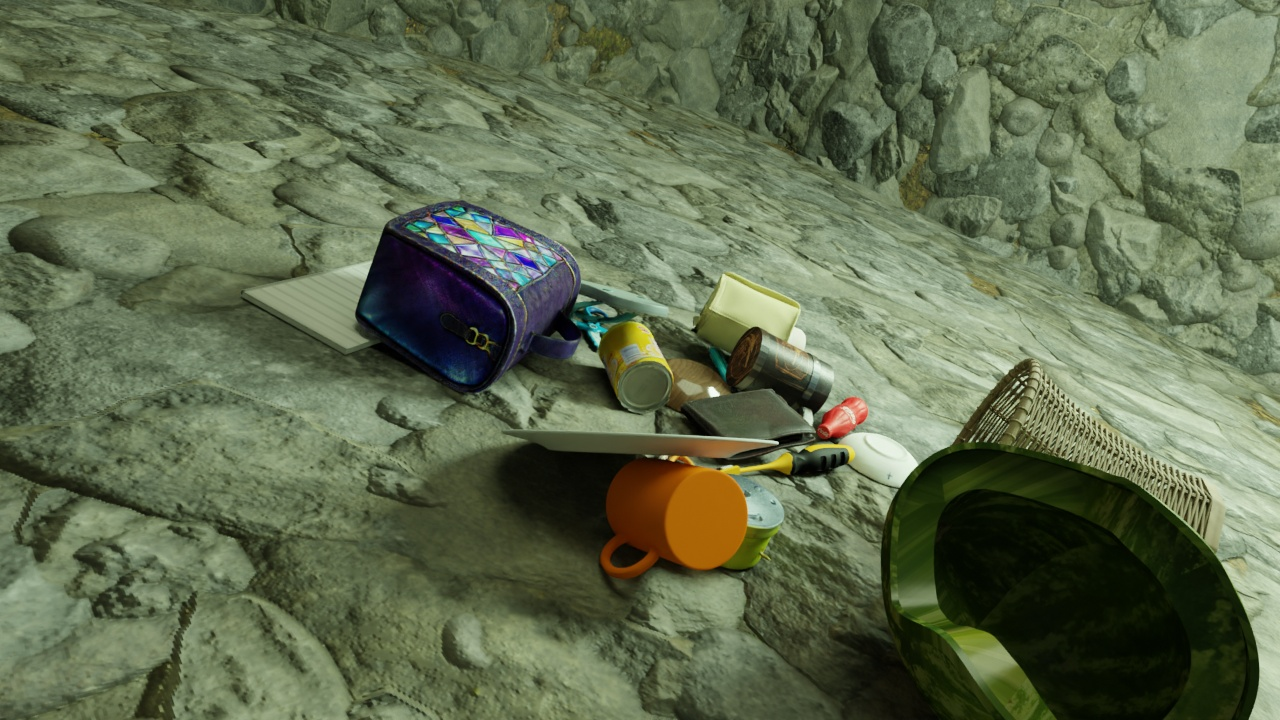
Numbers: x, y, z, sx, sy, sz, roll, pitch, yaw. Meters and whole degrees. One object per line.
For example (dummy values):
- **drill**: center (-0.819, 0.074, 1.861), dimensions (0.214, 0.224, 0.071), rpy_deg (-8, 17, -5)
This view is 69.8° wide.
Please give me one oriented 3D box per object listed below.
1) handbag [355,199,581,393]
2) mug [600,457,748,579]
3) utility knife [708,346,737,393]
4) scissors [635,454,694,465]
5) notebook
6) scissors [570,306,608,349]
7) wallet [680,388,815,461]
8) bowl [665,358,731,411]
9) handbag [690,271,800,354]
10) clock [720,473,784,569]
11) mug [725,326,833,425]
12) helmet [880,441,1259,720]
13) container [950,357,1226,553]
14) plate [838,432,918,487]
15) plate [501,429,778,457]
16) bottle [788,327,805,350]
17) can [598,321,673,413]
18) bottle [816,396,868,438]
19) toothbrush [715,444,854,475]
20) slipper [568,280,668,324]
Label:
- **handbag**: center (-0.167, -0.066, 0.992), dimensions (0.222, 0.126, 0.204), rpy_deg (29, 23, 5)
- **mug**: center (0.015, 0.132, 0.735), dimensions (0.112, 0.077, 0.096), rpy_deg (-41, 19, -22)
- **utility knife**: center (0.114, 0.029, 1.156), dimensions (0.022, 0.015, 0.181), rpy_deg (32, 18, -25)
- **scissors**: center (0.012, 0.110, 0.886), dimensions (0.064, 0.013, 0.127), rpy_deg (24, 22, 12)
- **notebook**: center (-0.314, -0.065, 1.026), dimensions (0.143, 0.009, 0.209), rpy_deg (27, 23, 15)
- **scissors**: center (-0.064, -0.046, 1.185), dimensions (0.134, 0.011, 0.137), rpy_deg (21, 21, 9)
- **wallet**: center (0.119, 0.069, 1.016), dimensions (0.119, 0.031, 0.099), rpy_deg (-9, 32, -23)
- **bowl**: center (0.061, 0.026, 1.093), dimensions (0.118, 0.030, 0.117), rpy_deg (17, 23, -7)
- **handbag**: center (0.133, -0.049, 1.207), dimensions (0.119, 0.111, 0.081), rpy_deg (26, 64, -1)
- **clock**: center (0.077, 0.134, 0.825), dimensions (0.083, 0.057, 0.119), rpy_deg (9, 25, -23)
- **mug**: center (0.169, 0.030, 1.115), dimensions (0.107, 0.080, 0.115), rpy_deg (25, 49, -17)
- **helmet**: center (0.293, 0.184, 0.668), dimensions (0.243, 0.213, 0.247), rpy_deg (53, 2, -21)
- **container**: center (0.393, 0.144, 0.866), dimensions (0.196, 0.227, 0.226), rpy_deg (32, 24, 10)
- **plate**: center (0.288, 0.112, 1.090), dimensions (0.104, 0.026, 0.104), rpy_deg (17, 22, -7)
- **plate**: center (-0.001, 0.075, 0.810), dimensions (0.242, 0.016, 0.242), rpy_deg (2, -6, 0)
- **bottle**: center (0.159, -0.037, 1.292), dimensions (0.146, 0.051, 0.051), rpy_deg (13, 23, -14)
- **can**: center (-0.006, 0.006, 1.038), dimensions (0.067, 0.068, 0.105), rpy_deg (11, 24, -20)
- **bottle**: center (0.246, 0.074, 1.128), dimensions (0.036, 0.036, 0.118), rpy_deg (30, 25, 23)
- **toothbrush**: center (0.160, 0.111, 0.989), dimensions (0.196, 0.031, 0.031), rpy_deg (-3, 17, -35)
- **slipper**: center (-0.042, -0.065, 1.118), dimensions (0.098, 0.055, 0.269), rpy_deg (7, 7, -28)
